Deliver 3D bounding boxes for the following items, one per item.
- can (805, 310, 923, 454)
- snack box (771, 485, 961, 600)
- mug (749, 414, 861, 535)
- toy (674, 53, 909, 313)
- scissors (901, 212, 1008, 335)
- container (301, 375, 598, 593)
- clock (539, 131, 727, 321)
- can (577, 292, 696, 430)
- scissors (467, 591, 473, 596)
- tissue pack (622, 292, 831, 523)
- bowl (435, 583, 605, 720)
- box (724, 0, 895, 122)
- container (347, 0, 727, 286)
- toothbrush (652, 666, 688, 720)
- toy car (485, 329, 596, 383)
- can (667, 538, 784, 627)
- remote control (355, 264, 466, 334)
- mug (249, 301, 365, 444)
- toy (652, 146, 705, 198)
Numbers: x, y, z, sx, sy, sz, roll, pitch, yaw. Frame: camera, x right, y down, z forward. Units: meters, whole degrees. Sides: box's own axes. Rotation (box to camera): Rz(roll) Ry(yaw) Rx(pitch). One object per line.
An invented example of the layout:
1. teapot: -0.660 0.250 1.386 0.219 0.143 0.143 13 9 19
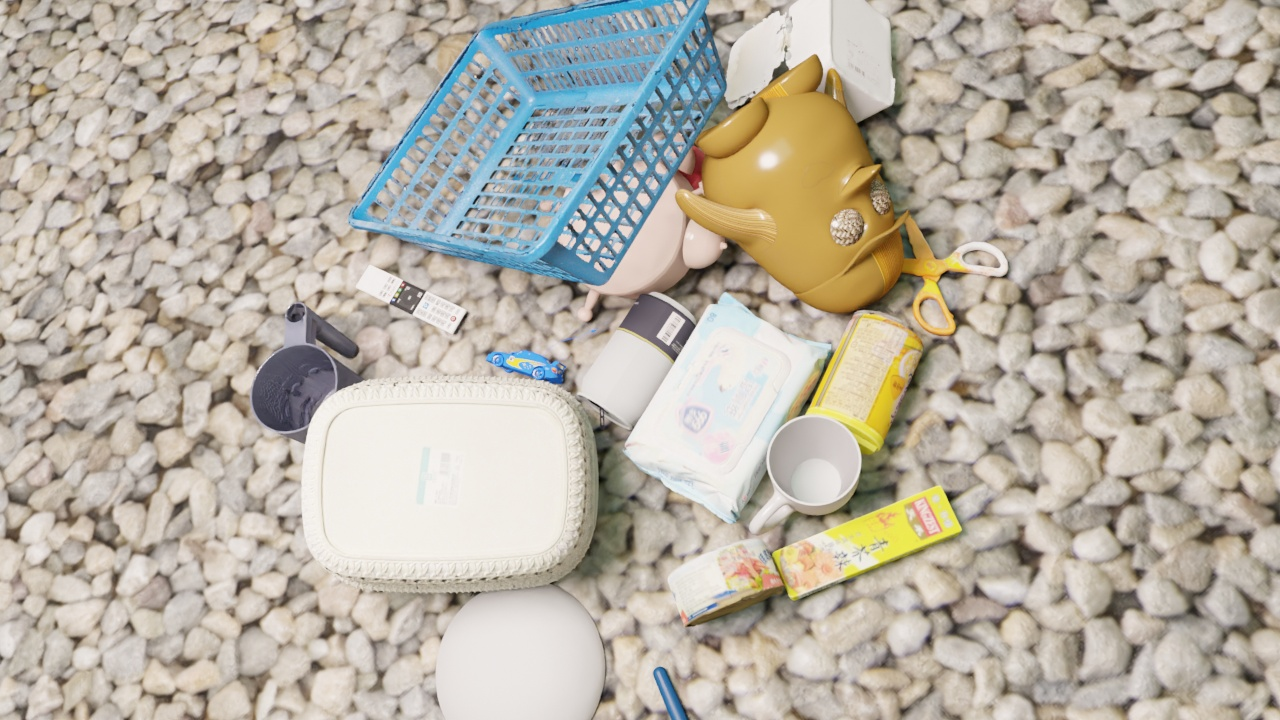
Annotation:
1. can: 0.188 0.019 0.769 0.068 0.068 0.105 23 77 19
2. snack box: 0.182 0.149 0.745 0.148 0.029 0.040 -23 68 4
3. mug: 0.128 0.103 0.740 0.107 0.089 0.071 -45 68 -5
4. toy: 0.146 -0.132 0.773 0.198 0.163 0.203 -41 102 -22
5. scissors: 0.265 -0.083 0.817 0.128 0.011 0.125 -20 67 8
6. container: -0.152 0.097 0.739 0.246 0.143 0.184 -1 81 -7
7. clock: -0.013 -0.125 0.837 0.161 0.086 0.131 -22 80 17
8. can: -0.005 0.005 0.818 0.064 0.064 0.127 30 80 20
9. scissors: -0.140 0.125 0.833 0.141 0.014 0.173 -12 67 6
10. tissue pack: 0.075 0.036 0.786 0.112 0.070 0.181 27 78 20
11. bowl: -0.107 0.256 0.763 0.150 0.043 0.149 -4 70 11
12. box: 0.150 -0.279 0.878 0.137 0.126 0.108 -25 55 48
13. container: -0.095 -0.188 0.816 0.363 0.089 0.257 17 72 50
14. toothbrush: 0.048 0.322 0.722 0.014 0.014 0.167 -32 67 12
15. toy car: -0.092 -0.012 0.857 0.092 0.033 0.062 17 82 17
16. can: 0.067 0.177 0.729 0.086 0.086 0.043 -23 67 3
17. remote control: -0.229 -0.061 0.918 0.124 0.012 0.028 25 78 19
18. mug: -0.295 0.021 0.854 0.084 0.104 0.123 -11 69 9
19. toy: 0.035 -0.167 0.883 0.084 0.046 0.103 -43 63 13
